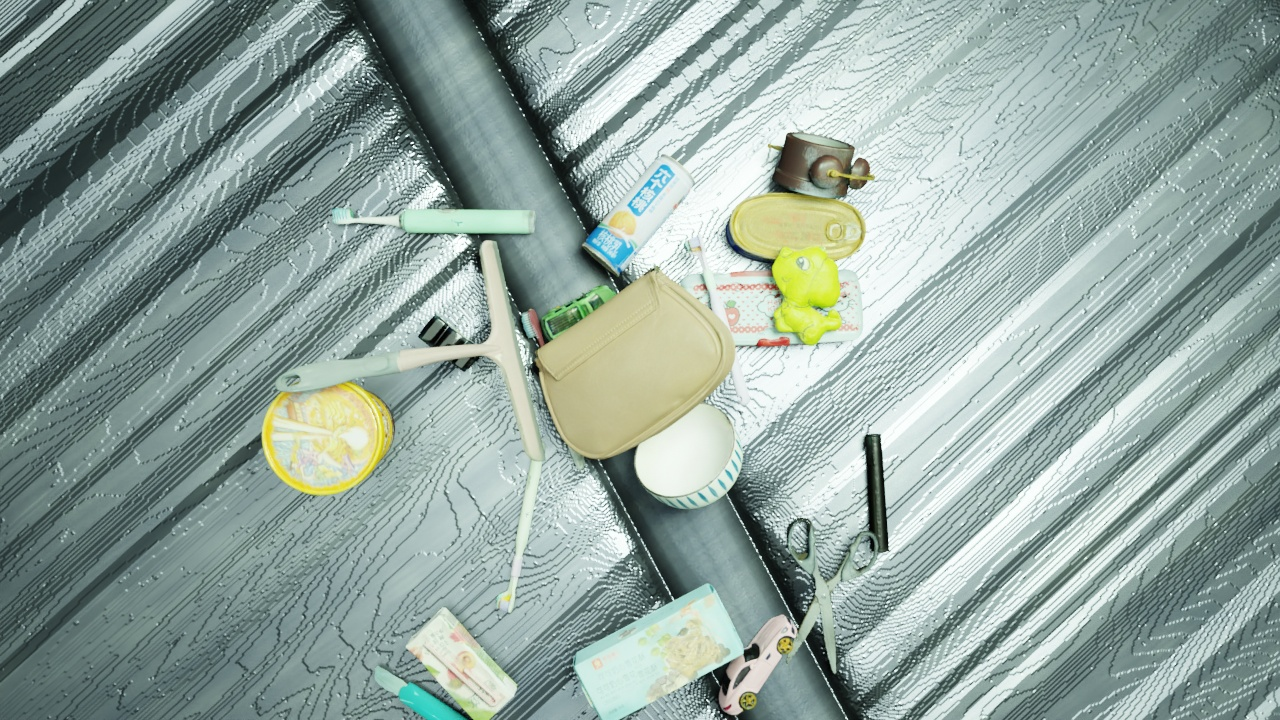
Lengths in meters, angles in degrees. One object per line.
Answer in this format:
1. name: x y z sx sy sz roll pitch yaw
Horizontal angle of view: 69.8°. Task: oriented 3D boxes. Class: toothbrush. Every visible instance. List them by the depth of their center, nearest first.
1. toothbrush: 0.084 -0.042 0.982 0.021 0.029 0.189 -16 88 -39
2. toothbrush: -0.228 -0.154 1.013 0.224 0.026 0.027 0 111 -1
3. toothbrush: -0.131 0.183 1.014 0.020 0.029 0.189 14 87 -43
4. toothbrush: -0.097 0.033 1.019 0.017 0.016 0.187 -18 91 25

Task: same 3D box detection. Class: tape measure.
1. tape measure: -0.205 -0.018 0.991 0.066 0.066 0.033 39 85 -6

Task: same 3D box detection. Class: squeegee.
1. squeegee: -0.232 0.002 0.914 0.249 0.040 0.247 -10 79 -24

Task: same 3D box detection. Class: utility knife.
1. utility knife: -0.215 0.392 1.012 0.187 0.013 0.029 34 87 -2

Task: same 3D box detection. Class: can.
1. can: -0.001 -0.160 1.004 0.053 0.053 0.134 40 89 0
2. can: 0.169 -0.142 1.009 0.148 0.049 0.074 3 89 -1

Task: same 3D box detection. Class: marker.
1. marker: 0.263 0.148 1.021 0.020 0.022 0.132 -3 89 30

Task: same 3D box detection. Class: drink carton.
1. drink carton: -0.194 0.333 0.997 0.053 0.045 0.122 -42 91 -3

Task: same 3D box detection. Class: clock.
1. clock: 0.195 -0.206 0.979 0.081 0.122 0.055 -6 118 -36

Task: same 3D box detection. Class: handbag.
1. handbag: -0.006 0.006 0.967 0.205 0.099 0.147 -34 85 14

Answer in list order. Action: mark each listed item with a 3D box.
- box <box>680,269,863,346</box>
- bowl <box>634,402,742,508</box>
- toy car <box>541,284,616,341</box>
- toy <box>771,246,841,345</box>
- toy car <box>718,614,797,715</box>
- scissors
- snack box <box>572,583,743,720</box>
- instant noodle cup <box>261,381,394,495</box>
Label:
1. box: 0.143 -0.058 1.010 0.201 0.047 0.086 -2 89 -1
2. bowl: 0.059 0.110 0.985 0.116 0.116 0.066 -40 134 -2
3. toy car: -0.065 -0.050 1.011 0.091 0.036 0.043 -28 88 -5
4. toy: 0.178 -0.072 0.975 0.096 0.031 0.100 27 98 -4
5. toy car: 0.124 0.329 1.000 0.037 0.056 0.122 35 88 -8
6. scissors: 0.205 0.254 1.018 0.159 0.014 0.177 -32 86 11
7. snack box: 0.019 0.319 0.999 0.175 0.051 0.074 -28 91 -2
8. instant noodle cup: -0.317 0.076 0.963 0.118 0.114 0.118 0 88 -1
